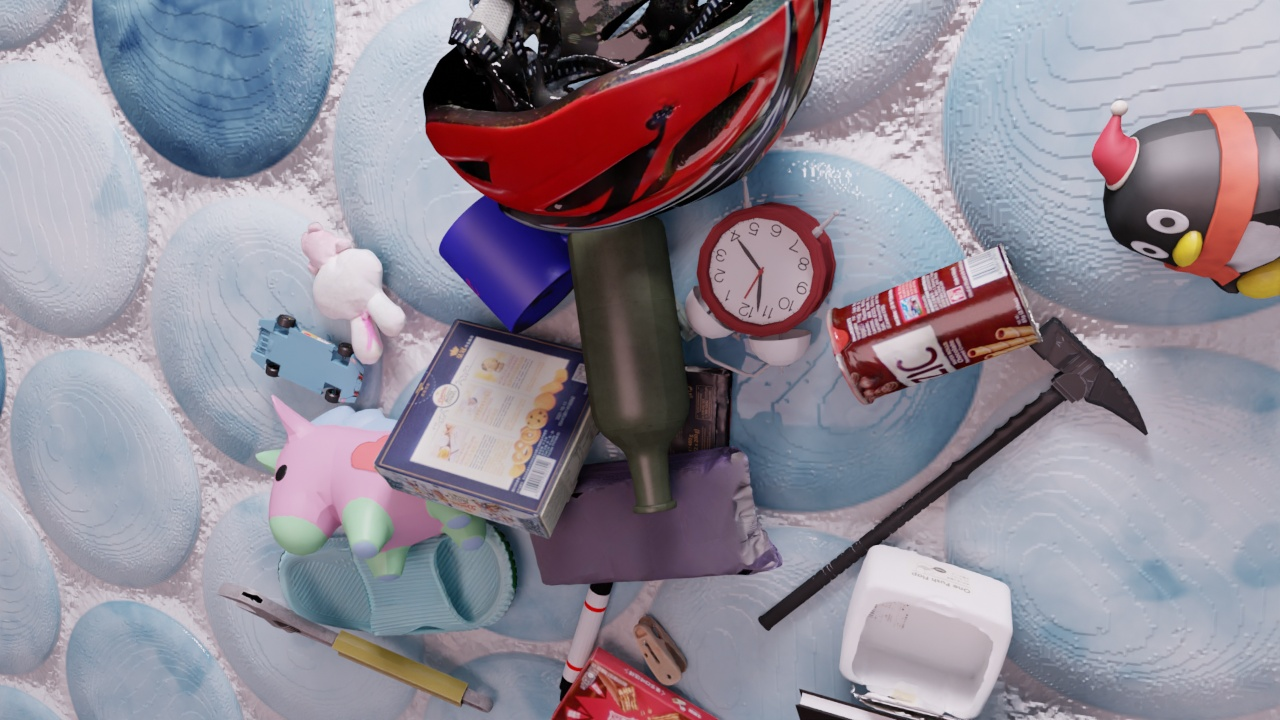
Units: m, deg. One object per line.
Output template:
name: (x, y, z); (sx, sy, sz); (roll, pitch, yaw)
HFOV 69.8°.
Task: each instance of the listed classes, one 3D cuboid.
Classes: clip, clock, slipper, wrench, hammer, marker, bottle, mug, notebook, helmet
clip: (0.016, 0.246, 0.773); (0.025, 0.047, 0.062); (-29, 64, 24)
clock: (0.086, -0.055, 0.658); (0.096, 0.048, 0.138); (24, 109, 14)
slipper: (-0.237, 0.208, 0.842); (0.277, 0.069, 0.116); (-8, 103, 24)
clip: (0.014, -0.045, 0.704); (0.047, 0.023, 0.076); (-30, 93, 23)
wrench: (-0.264, 0.270, 0.857); (0.273, 0.018, 0.084); (22, 150, 1)
hammer: (0.207, 0.111, 0.673); (0.095, 0.015, 0.326); (46, 115, 4)
marker: (-0.050, 0.248, 0.804); (0.019, 0.019, 0.146); (22, 110, 15)
bottle: (-0.004, 0.004, 0.654); (0.072, 0.071, 0.206); (-9, 88, 23)
mug: (-0.086, -0.088, 0.703); (0.111, 0.079, 0.083); (-44, 85, 12)
notebook: (0.218, 0.283, 0.655); (0.207, 0.149, 0.016); (10, 63, 19)
helmet: (-0.006, -0.181, 0.583); (0.273, 0.216, 0.167); (-13, 133, 24)

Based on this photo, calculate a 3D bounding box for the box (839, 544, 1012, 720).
box: (0.193, 0.211, 0.634); (0.110, 0.130, 0.103); (17, 113, 14)

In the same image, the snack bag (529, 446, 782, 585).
snack bag: (0.000, 0.127, 0.714); (0.206, 0.058, 0.096); (-11, 99, 27)

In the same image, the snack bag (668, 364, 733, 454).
snack bag: (0.034, 0.077, 0.728); (0.075, 0.018, 0.155); (7, 105, 19)

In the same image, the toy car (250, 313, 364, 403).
toy car: (-0.296, -0.002, 0.832); (0.108, 0.027, 0.060); (24, 111, 4)

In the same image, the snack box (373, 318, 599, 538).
snack box: (-0.109, 0.048, 0.716); (0.145, 0.144, 0.043); (14, 151, 19)

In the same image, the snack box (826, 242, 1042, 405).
snack box: (0.194, -0.023, 0.612); (0.121, 0.072, 0.072); (-22, 95, 24)

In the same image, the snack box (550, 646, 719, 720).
snack box: (-0.002, 0.315, 0.791); (0.133, 0.021, 0.089); (30, 112, 2)

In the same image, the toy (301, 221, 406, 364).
toy: (-0.250, -0.063, 0.794); (0.076, 0.037, 0.125); (-38, 85, 28)

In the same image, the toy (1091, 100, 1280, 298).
toy: (0.319, -0.097, 0.528); (0.119, 0.098, 0.099); (5, 60, 9)

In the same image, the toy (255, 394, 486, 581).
toy: (-0.217, 0.097, 0.786); (0.222, 0.120, 0.171); (-19, 52, -4)
